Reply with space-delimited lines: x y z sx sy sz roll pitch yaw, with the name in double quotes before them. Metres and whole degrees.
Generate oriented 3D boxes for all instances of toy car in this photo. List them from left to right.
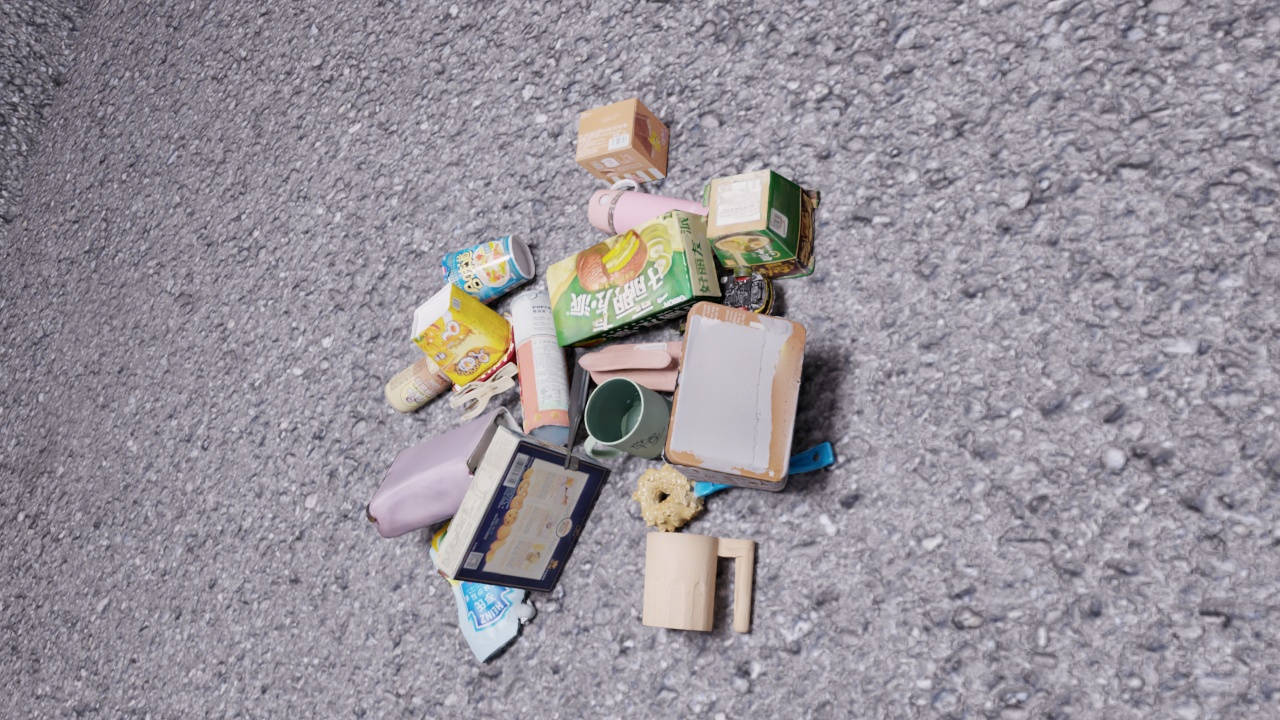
"toy car" 0.098 -0.070 1.144 0.156 0.041 0.071 -12 65 43

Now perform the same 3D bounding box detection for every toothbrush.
"toothbrush" -0.079 0.063 1.164 0.212 0.027 0.026 -87 20 -52

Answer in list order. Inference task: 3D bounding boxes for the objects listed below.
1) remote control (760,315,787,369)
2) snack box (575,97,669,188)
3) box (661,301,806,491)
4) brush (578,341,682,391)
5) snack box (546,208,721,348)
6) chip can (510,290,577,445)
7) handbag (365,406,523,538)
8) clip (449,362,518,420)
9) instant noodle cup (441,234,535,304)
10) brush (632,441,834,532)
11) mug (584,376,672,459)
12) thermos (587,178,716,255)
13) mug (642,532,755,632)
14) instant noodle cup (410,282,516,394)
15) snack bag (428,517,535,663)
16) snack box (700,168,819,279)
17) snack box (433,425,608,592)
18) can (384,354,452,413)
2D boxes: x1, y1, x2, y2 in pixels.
"remote control" 0.147 0.012 1.100 0.056 0.019 0.135 15 82 36
"snack box" -0.024 -0.298 1.270 0.093 0.094 0.077 -6 71 31
"box" 0.100 0.041 1.001 0.149 0.158 0.181 3 72 26
"brush" -0.007 0.007 1.169 0.146 0.073 0.063 0 74 35
"snack box" -0.015 -0.099 1.175 0.241 0.063 0.114 -18 78 40
"chip can" -0.131 0.011 1.233 0.071 0.071 0.214 -26 55 23
"handbag" -0.258 0.158 1.237 0.197 0.144 0.098 -24 104 26
"clip" -0.211 0.047 1.241 0.104 0.034 0.076 -26 24 25
"instant noodle cup" -0.218 -0.133 1.346 0.110 0.099 0.099 -20 64 17
"brush" 0.105 0.141 1.076 0.255 0.046 0.083 -19 60 22
"mug" -0.015 0.083 1.126 0.112 0.106 0.082 -43 57 13
"thermos" 0.023 -0.196 1.226 0.199 0.067 0.087 18 69 37
"mug" 0.065 0.252 1.043 0.125 0.084 0.103 3 75 6
"instant noodle cup" -0.249 -0.033 1.290 0.116 0.123 0.116 -35 34 18
"snack bag" -0.214 0.294 1.227 0.110 0.039 0.191 -37 58 4
"snack box" 0.142 -0.169 1.112 0.118 0.105 0.118 -4 72 31
"snack box" -0.141 0.188 1.125 0.046 0.182 0.178 24 88 38
"can" -0.323 0.029 1.374 0.116 0.058 0.058 -31 60 21
